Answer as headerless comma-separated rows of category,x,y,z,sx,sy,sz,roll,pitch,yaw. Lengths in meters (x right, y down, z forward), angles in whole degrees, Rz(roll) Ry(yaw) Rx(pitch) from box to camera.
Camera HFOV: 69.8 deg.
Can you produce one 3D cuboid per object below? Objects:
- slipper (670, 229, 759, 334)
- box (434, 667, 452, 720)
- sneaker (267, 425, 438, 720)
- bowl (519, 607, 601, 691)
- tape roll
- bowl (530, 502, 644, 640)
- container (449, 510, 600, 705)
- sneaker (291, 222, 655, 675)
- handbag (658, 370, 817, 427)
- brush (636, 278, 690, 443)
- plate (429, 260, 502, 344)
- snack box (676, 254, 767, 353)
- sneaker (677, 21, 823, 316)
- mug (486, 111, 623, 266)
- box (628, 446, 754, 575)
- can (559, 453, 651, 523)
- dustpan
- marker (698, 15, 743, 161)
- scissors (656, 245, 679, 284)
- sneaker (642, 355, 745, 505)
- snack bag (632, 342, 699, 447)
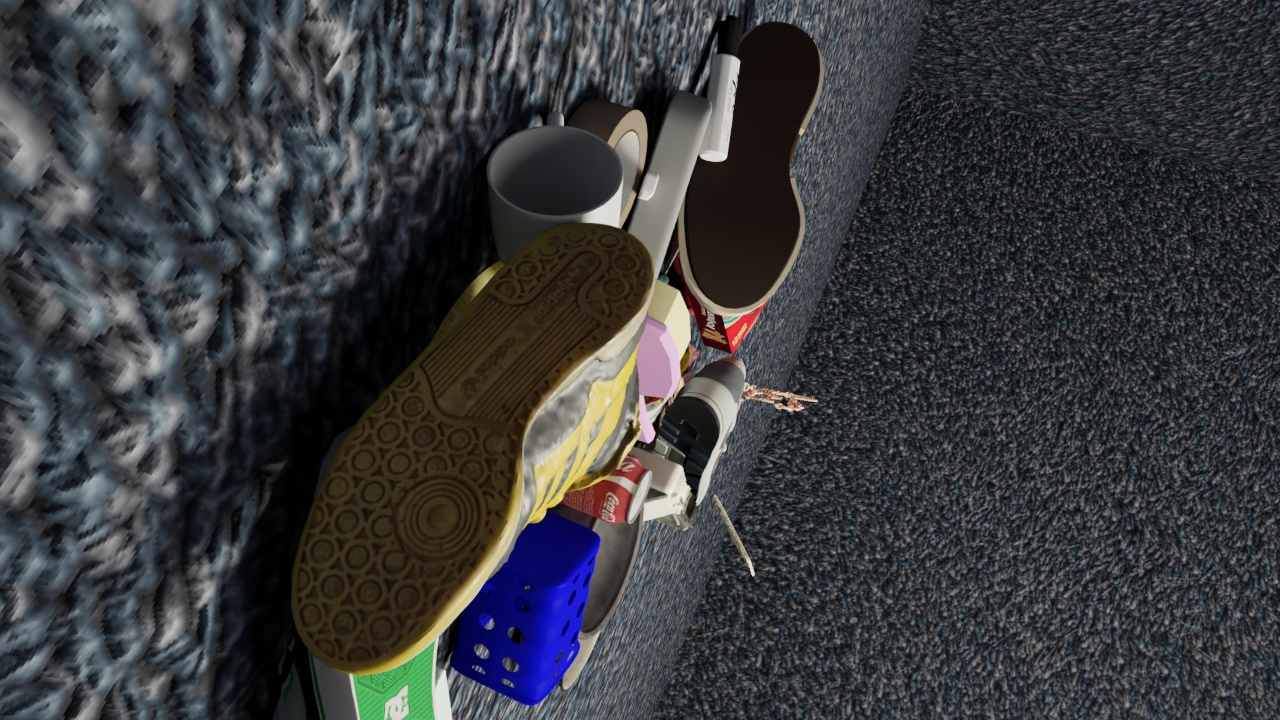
slipper,0.080,-0.097,1.015,0.248,0.059,0.103,31,80,-61
box,-0.157,0.288,0.646,0.085,0.072,0.199,-35,147,-34
sneaker,-0.150,0.146,0.460,0.084,0.079,0.235,-19,111,-65
bowl,-0.077,0.257,0.901,0.115,0.059,0.115,21,89,-77
tape roll,-0.028,-0.123,0.605,0.093,0.030,0.093,21,89,-77
bowl,-0.055,0.166,0.817,0.145,0.067,0.145,15,89,-71
container,-0.087,0.183,0.703,0.084,0.084,0.114,-42,148,-60
sneaker,-0.070,0.050,0.450,0.238,0.086,0.122,-56,164,-27
handbag,0.115,0.090,1.140,0.198,0.187,0.116,-13,115,-79
brush,-0.004,0.004,0.754,0.229,0.089,0.043,81,27,-62
plate,-0.087,0.028,0.578,0.184,0.036,0.184,21,89,-77
snack box,0.105,-0.108,0.954,0.151,0.036,0.133,-55,146,-26
sneaker,0.093,-0.167,0.865,0.116,0.111,0.293,111,-10,-72
mug,-0.049,-0.088,0.525,0.090,0.071,0.107,97,-9,-53
box,0.033,0.158,0.926,0.080,0.182,0.143,-64,159,-19
can,-0.044,0.087,0.703,0.054,0.096,0.054,21,89,-76
dustpan,0.015,-0.126,0.704,0.257,0.033,0.163,-98,-154,-81
marker,0.071,-0.236,0.793,0.025,0.025,0.126,27,70,-76
scissors,0.007,-0.052,0.840,0.130,0.019,0.135,-57,-174,17
sneaker,0.063,0.081,1.018,0.124,0.089,0.240,-51,171,-36
snack bag,0.021,0.025,0.955,0.138,0.067,0.208,-63,168,-8
